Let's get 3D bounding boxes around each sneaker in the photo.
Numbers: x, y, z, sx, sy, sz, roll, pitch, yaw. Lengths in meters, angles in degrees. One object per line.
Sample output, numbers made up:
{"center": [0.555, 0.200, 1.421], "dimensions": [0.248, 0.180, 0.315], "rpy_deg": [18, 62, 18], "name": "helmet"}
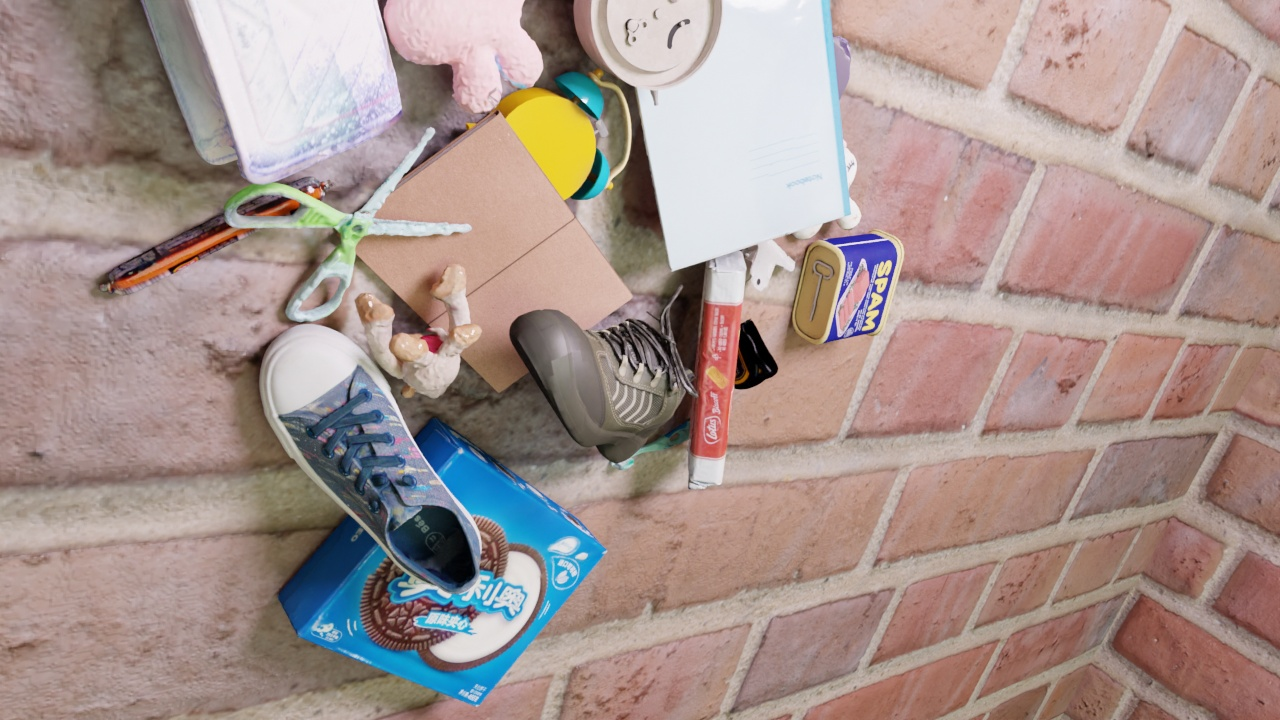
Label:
{"center": [-0.005, 0.004, 0.758], "dimensions": [0.143, 0.101, 0.238], "rpy_deg": [-35, 156, 2], "name": "sneaker"}
{"center": [-0.192, 0.082, 0.664], "dimensions": [0.087, 0.079, 0.235], "rpy_deg": [-34, 111, -10], "name": "sneaker"}

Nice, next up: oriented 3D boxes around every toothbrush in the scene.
{"center": [0.028, 0.081, 0.943], "dimensions": [0.135, 0.017, 0.022], "rpy_deg": [-24, 125, -27], "name": "toothbrush"}

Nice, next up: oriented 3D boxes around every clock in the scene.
{"center": [-0.013, -0.262, 0.649], "dimensions": [0.157, 0.061, 0.103], "rpy_deg": [36, 92, -35], "name": "clock"}
{"center": [-0.065, -0.163, 0.693], "dimensions": [0.129, 0.043, 0.099], "rpy_deg": [-21, 128, -21], "name": "clock"}

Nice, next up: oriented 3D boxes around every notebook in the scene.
{"center": [-0.110, -0.073, 0.707], "dimensions": [0.141, 0.008, 0.209], "rpy_deg": [-35, 136, 3], "name": "notebook"}
{"center": [0.082, -0.216, 0.742], "dimensions": [0.181, 0.009, 0.254], "rpy_deg": [-20, 114, -16], "name": "notebook"}

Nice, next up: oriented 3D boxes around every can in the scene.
{"center": [0.219, -0.077, 0.980], "dimensions": [0.092, 0.056, 0.116], "rpy_deg": [-11, 122, -34], "name": "can"}

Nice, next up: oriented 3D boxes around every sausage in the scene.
{"center": [-0.268, -0.081, 0.585], "dimensions": [0.155, 0.020, 0.020], "rpy_deg": [-33, 133, -21], "name": "sausage"}

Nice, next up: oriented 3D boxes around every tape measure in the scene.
{"center": [0.104, -0.003, 0.923], "dimensions": [0.034, 0.061, 0.062], "rpy_deg": [-20, 171, -45], "name": "tape measure"}

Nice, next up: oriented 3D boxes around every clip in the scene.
{"center": [0.118, -0.096, 0.897], "dimensions": [0.101, 0.045, 0.055], "rpy_deg": [33, 80, -46], "name": "clip"}

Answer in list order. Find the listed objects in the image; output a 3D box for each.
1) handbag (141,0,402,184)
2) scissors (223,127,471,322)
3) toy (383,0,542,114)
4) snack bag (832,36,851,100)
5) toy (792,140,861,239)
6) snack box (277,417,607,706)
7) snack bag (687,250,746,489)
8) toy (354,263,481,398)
{"center": [-0.211, -0.197, 0.532], "dimensions": [0.126, 0.069, 0.159], "rpy_deg": [-38, 137, -37], "name": "handbag"}
{"center": [-0.194, -0.088, 0.620], "dimensions": [0.171, 0.023, 0.173], "rpy_deg": [-1, 128, -38], "name": "scissors"}
{"center": [-0.109, -0.218, 0.603], "dimensions": [0.108, 0.053, 0.105], "rpy_deg": [-41, 125, -21], "name": "toy"}
{"center": [0.113, -0.205, 0.806], "dimensions": [0.096, 0.058, 0.205], "rpy_deg": [19, 103, -45], "name": "snack bag"}
{"center": [0.182, -0.175, 0.900], "dimensions": [0.079, 0.038, 0.123], "rpy_deg": [-27, 128, -16], "name": "toy"}
{"center": [-0.163, 0.188, 0.817], "dimensions": [0.195, 0.056, 0.239], "rpy_deg": [-50, 135, -5], "name": "snack box"}
{"center": [0.071, 0.008, 0.880], "dimensions": [0.041, 0.077, 0.225], "rpy_deg": [3, 113, 2], "name": "snack bag"}
{"center": [-0.158, -0.012, 0.688], "dimensions": [0.085, 0.074, 0.106], "rpy_deg": [-32, 155, -28], "name": "toy"}
